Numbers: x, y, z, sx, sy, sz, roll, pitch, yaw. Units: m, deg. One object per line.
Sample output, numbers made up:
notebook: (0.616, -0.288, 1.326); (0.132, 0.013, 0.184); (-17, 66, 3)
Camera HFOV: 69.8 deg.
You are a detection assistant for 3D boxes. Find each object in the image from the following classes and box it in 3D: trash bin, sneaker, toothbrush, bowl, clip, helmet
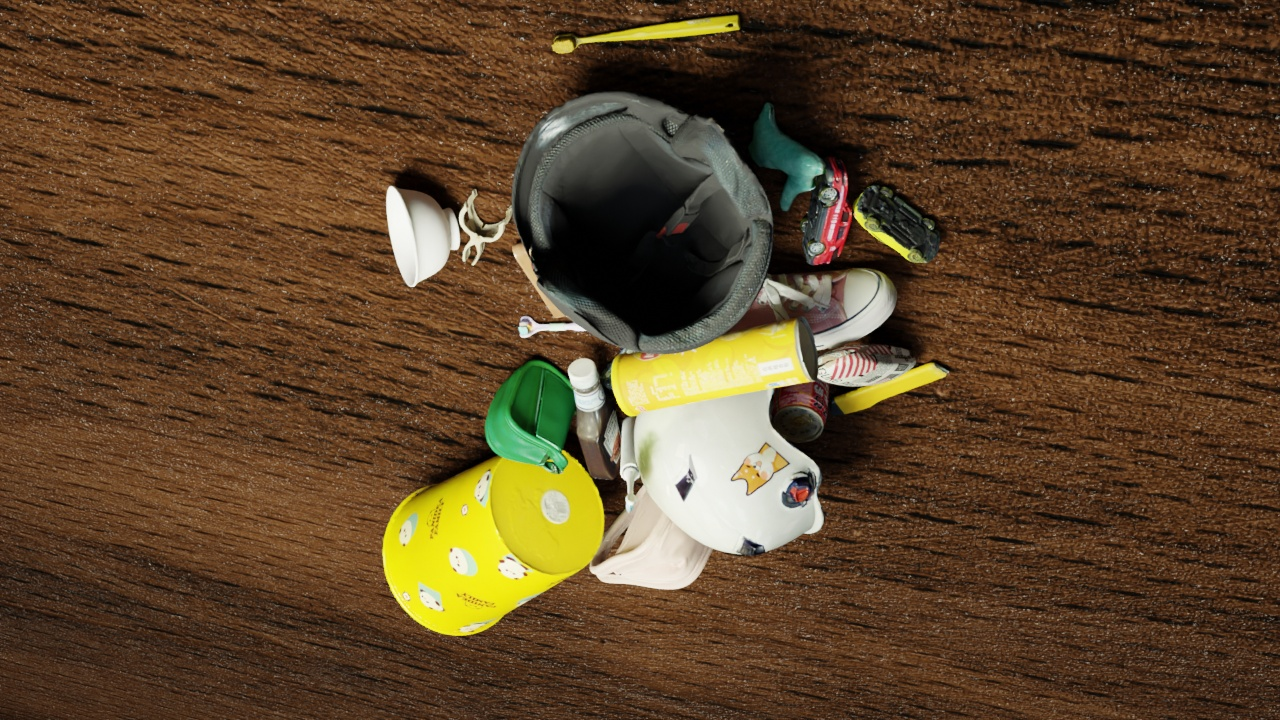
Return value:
trash bin: (-0.199, 0.242, 1.281); (0.229, 0.228, 0.256); (39, 135, -19)
sneaker: (0.158, -0.066, 1.025); (0.241, 0.118, 0.088); (-7, 148, 27)
toothbrush: (-0.012, 0.128, 1.161); (0.027, 0.220, 0.026); (6, 112, -3)
bowl: (-0.250, -0.150, 1.075); (0.064, 0.118, 0.118); (-15, 137, -24)
toothbrush: (-0.063, -0.045, 1.156); (0.189, 0.029, 0.021); (-1, 170, 14)
clip: (-0.197, -0.161, 1.084); (0.102, 0.034, 0.095); (-24, 125, 40)
helmet: (0.086, 0.130, 1.096); (0.230, 0.156, 0.274); (9, 127, 62)
helmet: (0.004, -0.132, 0.928); (0.233, 0.230, 0.274); (-42, 80, 3)
toothbrush: (0.003, -0.320, 0.901); (0.190, 0.016, 0.016); (-1, 130, 16)

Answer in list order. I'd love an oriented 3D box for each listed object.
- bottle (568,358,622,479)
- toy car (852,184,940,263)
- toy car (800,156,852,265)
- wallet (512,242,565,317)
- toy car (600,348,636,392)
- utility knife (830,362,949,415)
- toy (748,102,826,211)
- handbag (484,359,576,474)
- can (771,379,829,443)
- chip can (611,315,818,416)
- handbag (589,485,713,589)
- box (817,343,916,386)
bottle: (-0.059, 0.075, 1.207); (0.044, 0.079, 0.195); (5, 138, 16)
toy car: (0.269, -0.140, 0.967); (0.105, 0.048, 0.032); (32, 158, -13)
toy car: (0.198, -0.157, 0.967); (0.045, 0.052, 0.121); (-3, 137, -3)
wallet: (-0.086, -0.106, 1.110); (0.101, 0.020, 0.115); (-11, 129, 22)
toy car: (-0.007, 0.007, 1.175); (0.054, 0.036, 0.121); (31, 141, -11)
utility knife: (0.302, 0.035, 1.129); (0.157, 0.015, 0.033); (-23, 127, 29)
toy: (0.147, -0.203, 0.938); (0.092, 0.030, 0.097); (38, 139, 21)
handbag: (-0.135, 0.075, 1.205); (0.120, 0.131, 0.068); (34, 134, -18)
can: (0.195, 0.047, 1.115); (0.066, 0.093, 0.067); (8, 131, 9)
chip can: (0.077, 0.007, 0.978); (0.214, 0.071, 0.072); (-12, 126, 24)
handbag: (0.010, 0.235, 1.276); (0.093, 0.192, 0.235); (45, 135, -15)
box: (0.255, 0.002, 1.048); (0.069, 0.052, 0.164); (-9, 170, 42)
